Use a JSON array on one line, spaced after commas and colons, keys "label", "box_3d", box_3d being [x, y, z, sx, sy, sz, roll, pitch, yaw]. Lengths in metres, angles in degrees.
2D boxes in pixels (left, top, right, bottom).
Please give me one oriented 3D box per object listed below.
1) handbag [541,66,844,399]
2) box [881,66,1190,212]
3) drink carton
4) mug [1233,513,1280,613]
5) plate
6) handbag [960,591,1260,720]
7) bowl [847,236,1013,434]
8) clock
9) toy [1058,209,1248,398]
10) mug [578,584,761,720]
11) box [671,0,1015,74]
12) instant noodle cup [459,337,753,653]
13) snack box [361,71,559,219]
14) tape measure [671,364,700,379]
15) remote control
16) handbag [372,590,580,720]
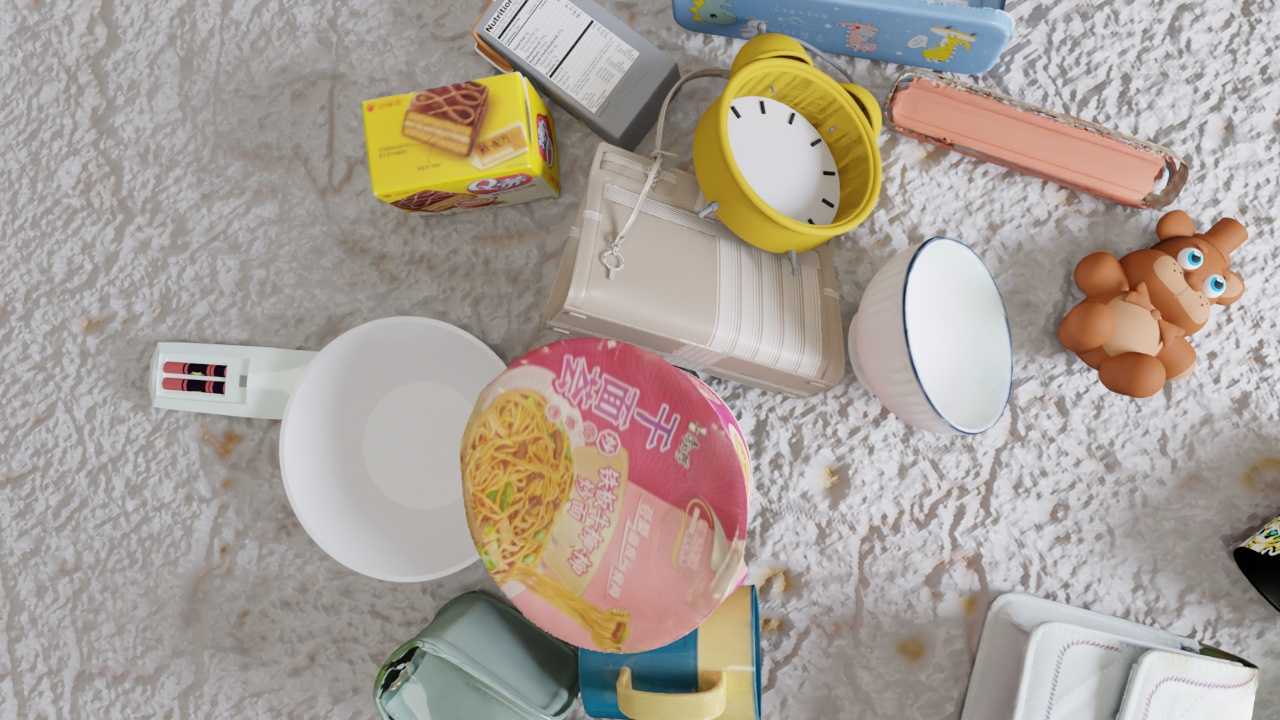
[{"label": "handbag", "box_3d": [0.047, -0.094, 0.579, 0.175, 0.062, 0.197, 16, 73, -16]}, {"label": "box", "box_3d": [0.245, -0.138, 0.582, 0.188, 0.062, 0.058, 22, 117, 5]}, {"label": "drink carton", "box_3d": [-0.041, -0.201, 0.607, 0.125, 0.048, 0.076, 38, 93, 7]}, {"label": "mug", "box_3d": [0.424, 0.122, 0.518, 0.098, 0.082, 0.118, -41, 73, 4]}, {"label": "plate", "box_3d": [-0.153, 0.058, 0.620, 0.174, 0.036, 0.174, 0, 88, 7]}, {"label": "handbag", "box_3d": [0.263, 0.252, 0.532, 0.142, 0.096, 0.198, 13, 88, 6]}, {"label": "bowl", "box_3d": [0.168, -0.011, 0.557, 0.062, 0.117, 0.118, -13, 86, 48]}, {"label": "clock", "box_3d": [0.092, -0.133, 0.558, 0.113, 0.052, 0.151, 29, 64, -15]}, {"label": "toy", "box_3d": [0.315, -0.038, 0.551, 0.127, 0.065, 0.095, -40, 90, -1]}, {"label": "mug", "box_3d": [0.018, 0.183, 0.557, 0.107, 0.113, 0.083, -1, 97, 9]}, {"label": "box", "box_3d": [0.127, -0.238, 0.579, 0.209, 0.078, 0.074, 12, 85, 7]}, {"label": "instant noodle cup", "box_3d": [-0.010, 0.072, 0.541, 0.179, 0.077, 0.178, 3, 97, 25]}, {"label": "snack box", "box_3d": [-0.113, -0.136, 0.597, 0.106, 0.083, 0.061, -8, 87, 8]}, {"label": "tape measure", "box_3d": [-0.004, 0.004, 0.602, 0.064, 0.037, 0.065, -32, 90, 2]}, {"label": "remote control", "box_3d": [-0.278, 0.014, 0.644, 0.143, 0.024, 0.049, 4, 89, 7]}, {"label": "handbag", "box_3d": [-0.098, 0.200, 0.568, 0.106, 0.121, 0.067, 34, 94, 4]}]
